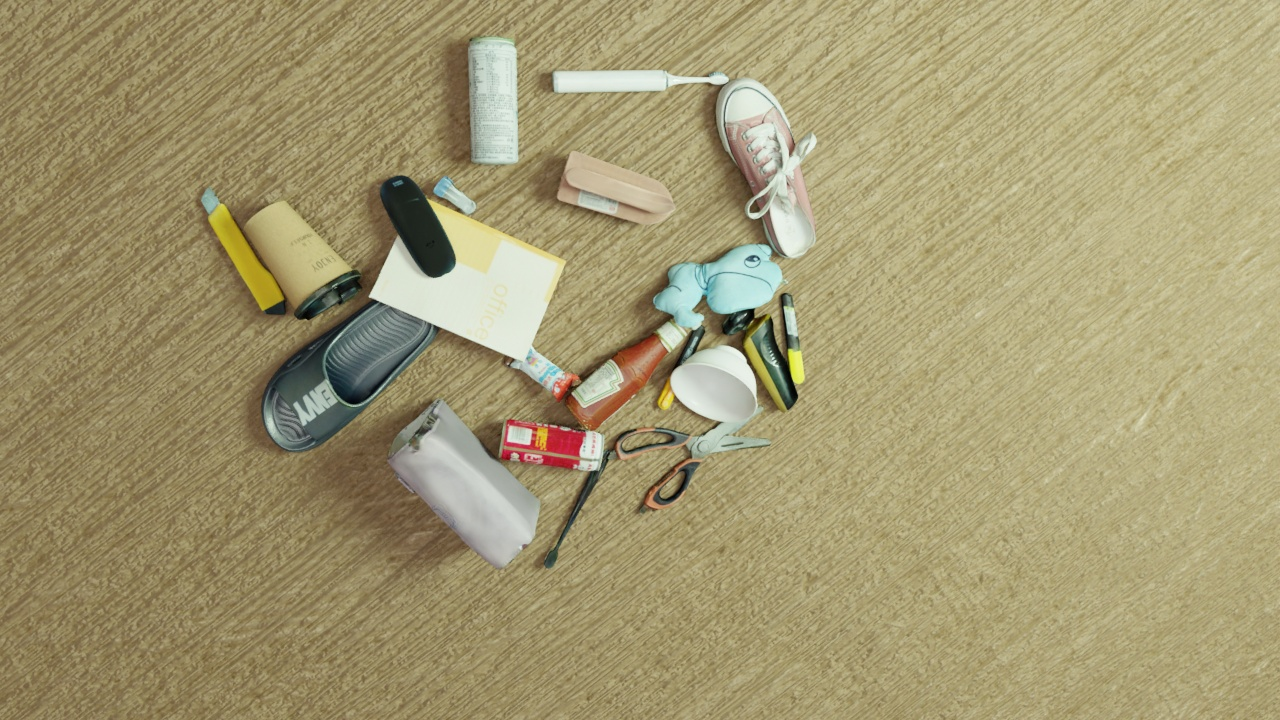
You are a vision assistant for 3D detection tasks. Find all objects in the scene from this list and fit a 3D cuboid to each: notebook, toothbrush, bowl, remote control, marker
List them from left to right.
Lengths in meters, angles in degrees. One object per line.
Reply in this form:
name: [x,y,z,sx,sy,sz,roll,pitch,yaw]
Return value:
remote control: [-0.273,-0.166,1.129,0.053,0.024,0.136,-30,92,-15]
notebook: [-0.215,-0.102,1.156,0.206,0.010,0.145,24,80,-10]
toothbrush: [-0.086,0.200,1.242,0.015,0.018,0.181,27,94,-13]
toothbrush: [0.001,-0.350,1.147,0.221,0.026,0.027,-3,139,-6]
marker: [0.055,0.009,1.224,0.018,0.015,0.124,25,95,-15]
bowl: [0.105,0.020,1.199,0.118,0.119,0.064,33,56,-11]
marker: [0.204,-0.030,1.236,0.018,0.015,0.124,-10,98,-6]

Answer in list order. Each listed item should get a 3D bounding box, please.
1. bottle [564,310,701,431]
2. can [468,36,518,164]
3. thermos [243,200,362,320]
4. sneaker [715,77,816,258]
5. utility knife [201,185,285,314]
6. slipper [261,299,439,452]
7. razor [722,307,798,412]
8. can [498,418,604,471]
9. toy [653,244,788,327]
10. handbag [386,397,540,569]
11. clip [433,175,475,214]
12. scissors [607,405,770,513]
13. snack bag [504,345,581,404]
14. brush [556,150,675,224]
bottle: [-0.007,0.007,1.195,0.206,0.060,0.060,-41,102,-1]
can: [-0.179,-0.313,1.115,0.058,0.058,0.147,-1,100,-7]
thermos: [-0.409,-0.119,1.111,0.093,0.093,0.143,-37,95,0]
sneaker: [0.168,-0.241,1.155,0.118,0.088,0.241,-22,103,-2]
utility knife: [-0.490,-0.132,1.133,0.033,0.015,0.177,-29,101,-7]
slipper: [-0.367,0.010,1.140,0.268,0.083,0.110,-41,100,0]
razor: [0.163,-0.004,1.221,0.068,0.062,0.167,-19,110,27]
can: [-0.117,0.111,1.202,0.132,0.053,0.053,9,99,-8]
toy: [0.107,-0.098,1.174,0.156,0.050,0.161,16,57,20]
handbag: [-0.222,0.158,1.152,0.098,0.145,0.197,-43,101,-1]
clip: [-0.231,-0.205,1.150,0.058,0.044,0.027,38,92,-17]
scissors: [0.065,0.125,1.245,0.189,0.015,0.224,31,95,-13]
snack bag: [-0.128,0.012,1.188,0.105,0.026,0.045,35,97,13]
brush: [-0.027,-0.210,1.146,0.145,0.073,0.063,16,97,-11]
